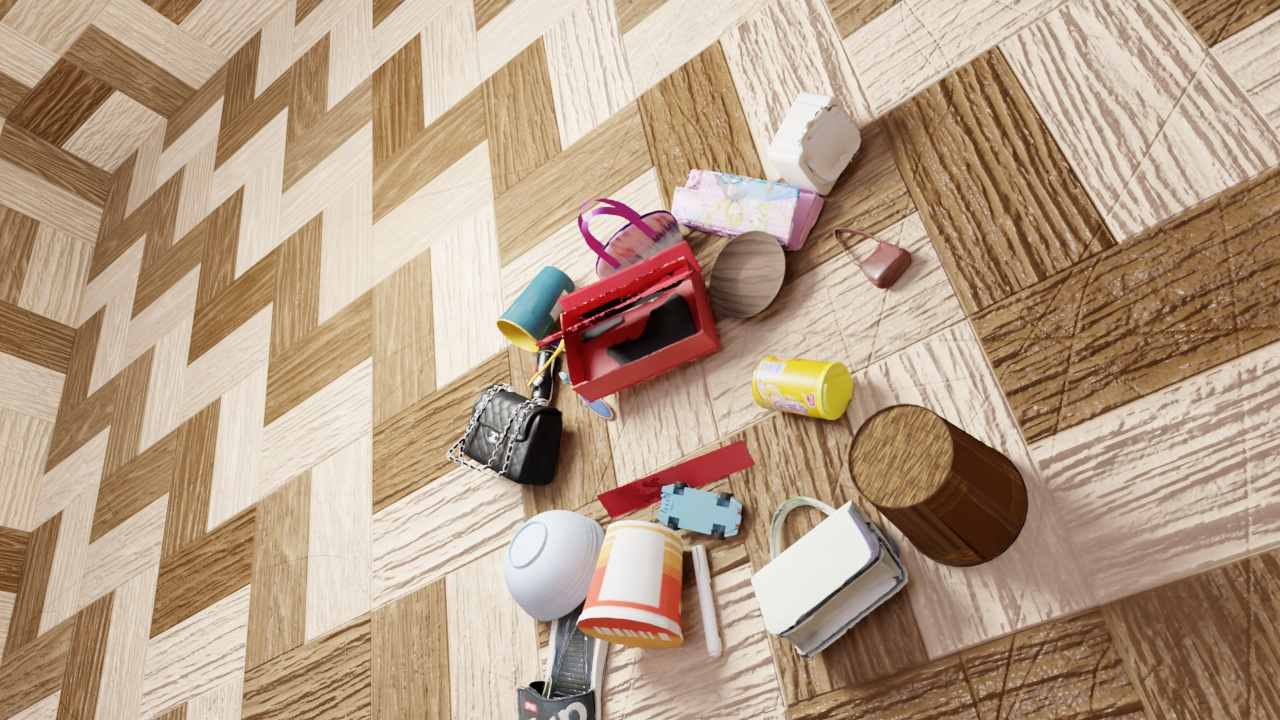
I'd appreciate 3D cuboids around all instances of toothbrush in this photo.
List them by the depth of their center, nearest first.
[{"bbox_3d":[-0.080,0.050,1.333,0.135,0.017,0.021,37,94,44],"label":"toothbrush"},{"bbox_3d":[-0.104,-0.036,1.374,0.031,0.031,0.196,37,83,21],"label":"toothbrush"},{"bbox_3d":[-0.131,-0.027,1.416,0.187,0.015,0.016,33,90,45],"label":"toothbrush"}]

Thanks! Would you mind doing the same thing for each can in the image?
[{"bbox_3d":[0.190,0.030,1.084,0.105,0.067,0.067,8,73,42],"label":"can"},{"bbox_3d":[-0.145,0.027,1.388,0.032,0.031,0.080,-12,61,35],"label":"can"}]

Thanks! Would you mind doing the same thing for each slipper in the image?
[{"bbox_3d":[-0.097,0.405,1.134,0.111,0.063,0.263,-8,61,37],"label":"slipper"}]

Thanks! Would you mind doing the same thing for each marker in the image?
[{"bbox_3d":[0.077,0.282,1.080,0.017,0.020,0.133,-26,54,25],"label":"marker"}]

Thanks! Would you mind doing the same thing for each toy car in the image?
[{"bbox_3d":[0.076,0.184,1.125,0.108,0.027,0.060,8,85,26],"label":"toy car"}]

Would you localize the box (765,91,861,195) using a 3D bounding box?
[{"bbox_3d":[0.240,-0.277,1.178,0.102,0.102,0.108,21,81,42],"label":"box"}]

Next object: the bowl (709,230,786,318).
[{"bbox_3d":[0.148,-0.109,1.208,0.120,0.032,0.119,-14,69,39],"label":"bowl"}]

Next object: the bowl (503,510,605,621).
[{"bbox_3d":[-0.125,0.255,1.199,0.151,0.075,0.150,-30,37,25],"label":"bowl"}]

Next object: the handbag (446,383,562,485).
[{"bbox_3d":[-0.197,0.101,1.327,0.154,0.114,0.125,19,93,47],"label":"handbag"}]

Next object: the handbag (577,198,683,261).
[{"bbox_3d":[-0.022,-0.169,1.291,0.145,0.170,0.068,-40,48,16],"label":"handbag"}]

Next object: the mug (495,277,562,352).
[{"bbox_3d":[-0.156,-0.083,1.415,0.078,0.078,0.121,12,60,43],"label":"mug"}]

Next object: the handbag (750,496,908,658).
[{"bbox_3d":[0.194,0.215,0.998,0.151,0.074,0.175,-43,28,12],"label":"handbag"}]

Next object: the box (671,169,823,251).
[{"bbox_3d":[0.133,-0.214,1.261,0.231,0.063,0.084,22,84,44],"label":"box"}]

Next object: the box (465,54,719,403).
[{"bbox_3d":[-0.058,-0.169,1.257,0.213,0.127,0.425,-22,88,20],"label":"box"}]

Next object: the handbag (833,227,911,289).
[{"bbox_3d":[0.276,-0.136,1.131,0.055,0.029,0.119,-48,42,7],"label":"handbag"}]

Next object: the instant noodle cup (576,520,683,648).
[{"bbox_3d":[-0.004,0.265,1.095,0.124,0.123,0.120,-13,53,34],"label":"instant noodle cup"}]

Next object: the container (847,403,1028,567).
[{"bbox_3d":[0.283,0.117,0.891,0.132,0.167,0.132,-19,57,32],"label":"container"}]
